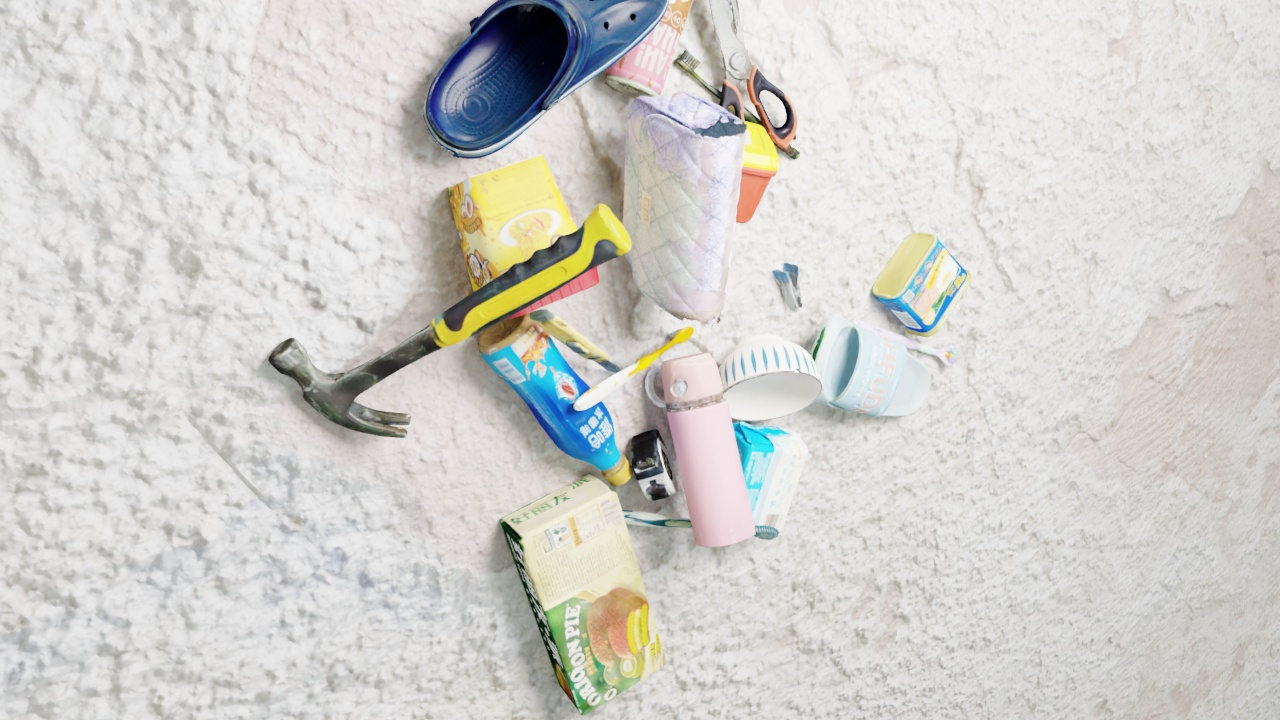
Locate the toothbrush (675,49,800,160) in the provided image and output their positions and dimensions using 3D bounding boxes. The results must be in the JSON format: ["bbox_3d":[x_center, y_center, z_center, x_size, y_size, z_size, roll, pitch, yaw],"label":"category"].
[{"bbox_3d":[0.106,-0.264,0.957,0.185,0.012,0.017,29,102,-33],"label":"toothbrush"}]

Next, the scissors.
[{"bbox_3d":[0.112,-0.292,0.927,0.197,0.015,0.206,12,112,-28],"label":"scissors"}]

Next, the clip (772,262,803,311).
[{"bbox_3d":[0.172,-0.082,1.042,0.041,0.026,0.058,-34,119,-27],"label":"clip"}]

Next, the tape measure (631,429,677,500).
[{"bbox_3d":[0.014,0.116,0.981,0.034,0.065,0.066,-18,114,11],"label":"tape measure"}]

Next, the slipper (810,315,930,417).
[{"bbox_3d":[0.283,0.021,1.096,0.245,0.074,0.104,16,96,-42],"label":"slipper"}]

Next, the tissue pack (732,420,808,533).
[{"bbox_3d":[0.128,0.138,1.055,0.089,0.063,0.140,6,107,-32],"label":"tissue pack"}]

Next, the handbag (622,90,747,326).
[{"bbox_3d":[0.036,-0.144,0.859,0.075,0.134,0.194,-20,131,-27],"label":"handbag"}]

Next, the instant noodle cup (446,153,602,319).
[{"bbox_3d":[-0.110,-0.111,0.824,0.115,0.116,0.124,-24,103,-23],"label":"instant noodle cup"}]

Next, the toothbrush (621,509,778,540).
[{"bbox_3d":[0.059,0.182,1.009,0.191,0.018,0.016,6,103,-3],"label":"toothbrush"}]

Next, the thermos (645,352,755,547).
[{"bbox_3d":[0.060,0.094,0.969,0.067,0.087,0.198,-20,96,-59],"label":"thermos"}]

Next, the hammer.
[{"bbox_3d":[-0.149,-0.030,0.764,0.324,0.031,0.126,-27,122,19],"label":"hammer"}]

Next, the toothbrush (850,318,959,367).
[{"bbox_3d":[0.332,-0.024,1.155,0.189,0.021,0.029,15,82,-31],"label":"toothbrush"}]

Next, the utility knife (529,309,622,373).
[{"bbox_3d":[-0.056,-0.016,0.883,0.198,0.031,0.021,30,67,-65],"label":"utility knife"}]

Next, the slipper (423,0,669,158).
[{"bbox_3d":[-0.085,-0.277,0.781,0.252,0.095,0.105,-42,94,-6],"label":"slipper"}]

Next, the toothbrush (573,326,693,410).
[{"bbox_3d":[-0.006,0.005,0.932,0.190,0.018,0.016,-34,113,-41],"label":"toothbrush"}]

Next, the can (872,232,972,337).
[{"bbox_3d":[0.343,-0.094,1.120,0.083,0.057,0.102,38,83,-30],"label":"can"}]

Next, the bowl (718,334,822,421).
[{"bbox_3d":[0.137,0.013,1.012,0.116,0.117,0.066,13,55,-32],"label":"bowl"}]

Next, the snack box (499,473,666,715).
[{"bbox_3d":[-0.057,0.251,0.983,0.114,0.063,0.240,-25,116,-22],"label":"snack box"}]

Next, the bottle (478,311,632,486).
[{"bbox_3d":[-0.074,0.045,0.911,0.065,0.065,0.219,-44,121,-13],"label":"bottle"}]

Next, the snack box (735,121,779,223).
[{"bbox_3d":[0.088,-0.189,0.915,0.082,0.091,0.080,10,127,-11],"label":"snack box"}]

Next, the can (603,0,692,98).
[{"bbox_3d":[0.014,-0.323,0.860,0.057,0.058,0.147,16,96,-33],"label":"can"}]
